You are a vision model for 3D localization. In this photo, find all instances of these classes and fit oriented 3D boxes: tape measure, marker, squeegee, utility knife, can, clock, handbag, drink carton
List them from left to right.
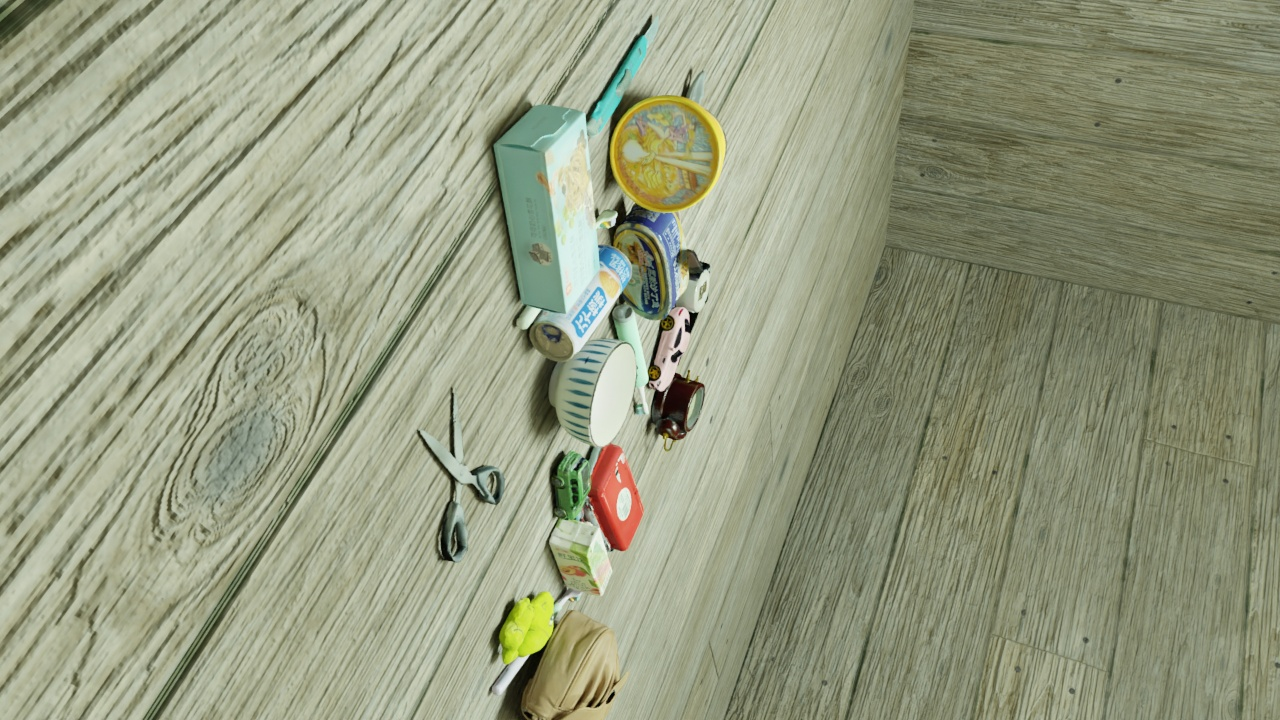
[{"bbox_3d":[-0.077,0.404,1.140,0.147,0.100,0.205,-60,161,-28],"label":"handbag"},{"bbox_3d":[-0.059,-0.059,0.924,0.053,0.053,0.134,87,26,-42],"label":"can"},{"bbox_3d":[-0.071,0.238,1.115,0.123,0.053,0.045,81,29,-51],"label":"drink carton"},{"bbox_3d":[-0.015,-0.291,0.937,0.029,0.013,0.186,76,34,-55],"label":"utility knife"},{"bbox_3d":[0.012,-0.113,1.056,0.049,0.075,0.148,-57,154,-34],"label":"can"},{"bbox_3d":[0.053,0.074,1.339,0.082,0.055,0.122,30,78,-71],"label":"clock"},{"bbox_3d":[0.056,-0.232,1.135,0.247,0.040,0.249,-108,-158,-85],"label":"squeegee"},{"bbox_3d":[0.069,-0.054,1.347,0.022,0.020,0.131,38,67,-42],"label":"marker"},{"bbox_3d":[0.075,-0.101,1.305,0.065,0.034,0.066,-53,149,-49],"label":"tape measure"}]

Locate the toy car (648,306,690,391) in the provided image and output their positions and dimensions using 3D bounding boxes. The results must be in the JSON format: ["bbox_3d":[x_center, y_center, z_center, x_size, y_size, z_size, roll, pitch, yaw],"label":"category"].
[{"bbox_3d":[0.043,-0.015,1.277,0.056,0.037,0.122,11,94,-70],"label":"toy car"}]

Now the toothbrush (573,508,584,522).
[{"bbox_3d":[-0.071,0.236,1.173,0.017,0.016,0.188,-52,151,-33],"label":"toothbrush"}]

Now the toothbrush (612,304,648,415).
[{"bbox_3d":[-0.007,0.007,1.165,0.225,0.027,0.026,77,4,-54],"label":"toothbrush"}]

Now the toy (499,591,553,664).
[{"bbox_3d":[-0.128,0.301,1.035,0.100,0.031,0.096,69,39,-53],"label":"toy"}]

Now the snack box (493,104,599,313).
[{"bbox_3d":[-0.079,-0.131,0.815,0.175,0.052,0.074,86,26,-43],"label":"snack box"}]

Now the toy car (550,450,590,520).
[{"bbox_3d":[-0.078,0.146,1.056,0.043,0.036,0.091,-57,158,-46],"label":"toy car"}]

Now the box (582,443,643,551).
[{"bbox_3d":[-0.041,0.181,1.190,0.201,0.047,0.086,75,35,-56],"label":"box"}]

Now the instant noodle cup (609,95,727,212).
[{"bbox_3d":[0.039,-0.228,0.993,0.114,0.118,0.119,-50,150,-66],"label":"instant noodle cup"}]

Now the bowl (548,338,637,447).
[{"bbox_3d":[-0.056,0.029,0.980,0.116,0.066,0.116,15,89,-70],"label":"bowl"}]

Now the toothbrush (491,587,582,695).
[{"bbox_3d":[-0.123,0.331,1.092,0.021,0.029,0.188,57,35,-8],"label":"toothbrush"}]

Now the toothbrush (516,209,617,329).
[{"bbox_3d":[-0.073,-0.093,0.915,0.020,0.029,0.189,47,48,-17],"label":"toothbrush"}]

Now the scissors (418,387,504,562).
[{"bbox_3d":[-0.162,0.106,0.825,0.177,0.014,0.159,20,83,-69],"label":"scissors"}]
